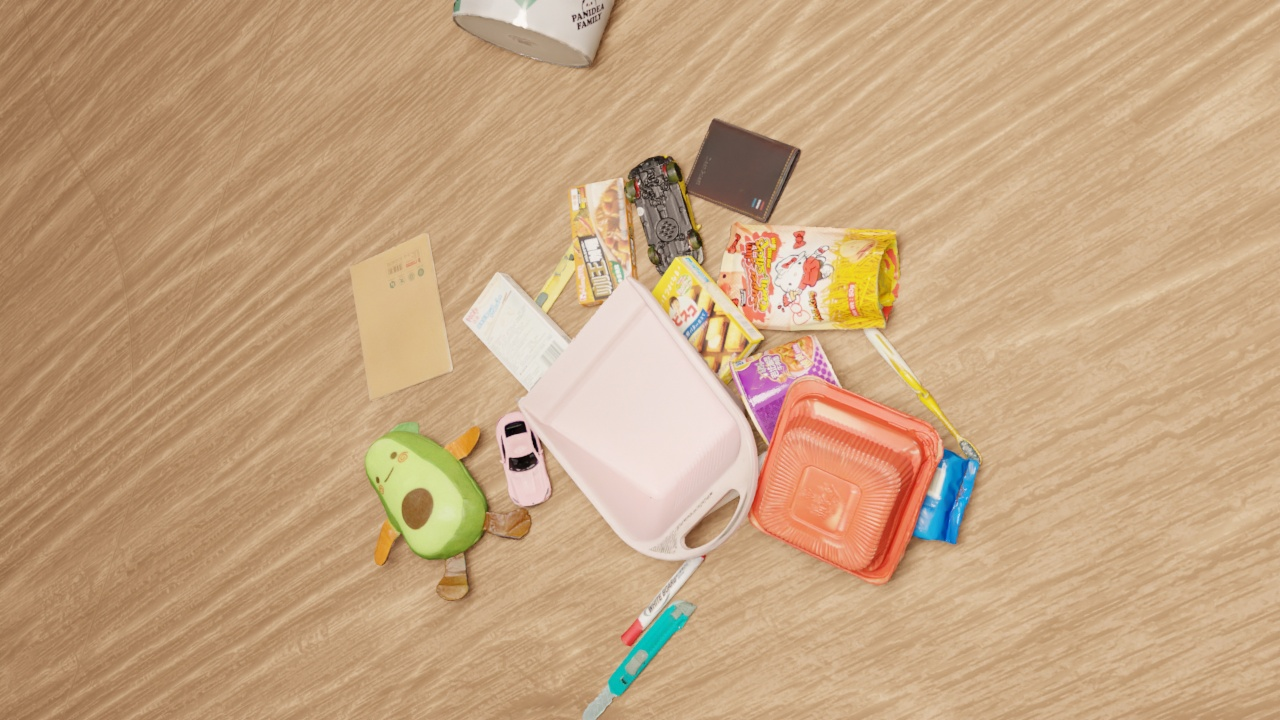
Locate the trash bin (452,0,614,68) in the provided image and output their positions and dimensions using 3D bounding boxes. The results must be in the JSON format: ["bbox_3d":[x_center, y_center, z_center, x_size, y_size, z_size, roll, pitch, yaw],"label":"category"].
[{"bbox_3d":[-0.114,-0.519,1.140,0.230,0.229,0.252,19,96,27],"label":"trash bin"}]

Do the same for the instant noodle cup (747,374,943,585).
[{"bbox_3d":[0.193,0.125,0.904,0.164,0.078,0.189,22,111,21],"label":"instant noodle cup"}]

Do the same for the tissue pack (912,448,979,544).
[{"bbox_3d":[0.262,0.124,0.954,0.157,0.052,0.095,18,95,27],"label":"tissue pack"}]

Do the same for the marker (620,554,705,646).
[{"bbox_3d":[0.027,0.276,1.070,0.017,0.017,0.145,43,102,24],"label":"marker"}]

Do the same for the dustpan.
[{"bbox_3d":[0.003,0.076,1.005,0.273,0.138,0.223,38,111,-2],"label":"dustpan"}]

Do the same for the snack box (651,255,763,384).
[{"bbox_3d":[0.070,-0.044,1.067,0.140,0.033,0.087,52,127,22],"label":"snack box"}]

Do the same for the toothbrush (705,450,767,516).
[{"bbox_3d":[0.131,0.124,1.034,0.221,0.026,0.026,-36,48,18],"label":"toothbrush"}]

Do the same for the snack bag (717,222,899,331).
[{"bbox_3d":[0.181,-0.093,1.027,0.208,0.073,0.128,5,86,34],"label":"snack bag"}]

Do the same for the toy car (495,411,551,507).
[{"bbox_3d":[-0.148,0.123,1.156,0.056,0.037,0.122,-15,77,-2],"label":"toy car"}]

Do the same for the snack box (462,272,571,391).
[{"bbox_3d":[-0.153,-0.032,1.182,0.157,0.026,0.085,45,108,18],"label":"snack box"}]

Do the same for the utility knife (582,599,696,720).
[{"bbox_3d":[-0.006,0.356,1.077,0.029,0.013,0.205,43,102,25],"label":"utility knife"}]

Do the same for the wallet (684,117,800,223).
[{"bbox_3d":[0.119,-0.226,1.093,0.122,0.020,0.096,28,96,28],"label":"wallet"}]

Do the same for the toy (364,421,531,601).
[{"bbox_3d":[-0.270,0.181,1.188,0.247,0.090,0.227,41,91,21],"label":"toy"}]

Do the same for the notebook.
[{"bbox_3d":[-0.342,-0.061,1.300,0.148,0.008,0.207,-19,75,23],"label":"notebook"}]

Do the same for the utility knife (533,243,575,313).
[{"bbox_3d":[-0.116,-0.093,1.194,0.031,0.018,0.165,38,96,19],"label":"utility knife"}]

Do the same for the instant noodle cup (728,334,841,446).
[{"bbox_3d":[0.162,0.028,0.992,0.099,0.111,0.111,-28,71,10],"label":"instant noodle cup"}]

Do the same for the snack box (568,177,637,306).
[{"bbox_3d":[-0.046,-0.148,1.153,0.075,0.026,0.153,-8,81,18],"label":"snack box"}]

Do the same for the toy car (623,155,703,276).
[{"bbox_3d":[0.031,-0.173,1.113,0.071,0.041,0.156,-20,84,22],"label":"toy car"}]

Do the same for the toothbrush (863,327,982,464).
[{"bbox_3d":[0.296,0.033,0.971,0.016,0.018,0.191,-40,69,14],"label":"toothbrush"}]
